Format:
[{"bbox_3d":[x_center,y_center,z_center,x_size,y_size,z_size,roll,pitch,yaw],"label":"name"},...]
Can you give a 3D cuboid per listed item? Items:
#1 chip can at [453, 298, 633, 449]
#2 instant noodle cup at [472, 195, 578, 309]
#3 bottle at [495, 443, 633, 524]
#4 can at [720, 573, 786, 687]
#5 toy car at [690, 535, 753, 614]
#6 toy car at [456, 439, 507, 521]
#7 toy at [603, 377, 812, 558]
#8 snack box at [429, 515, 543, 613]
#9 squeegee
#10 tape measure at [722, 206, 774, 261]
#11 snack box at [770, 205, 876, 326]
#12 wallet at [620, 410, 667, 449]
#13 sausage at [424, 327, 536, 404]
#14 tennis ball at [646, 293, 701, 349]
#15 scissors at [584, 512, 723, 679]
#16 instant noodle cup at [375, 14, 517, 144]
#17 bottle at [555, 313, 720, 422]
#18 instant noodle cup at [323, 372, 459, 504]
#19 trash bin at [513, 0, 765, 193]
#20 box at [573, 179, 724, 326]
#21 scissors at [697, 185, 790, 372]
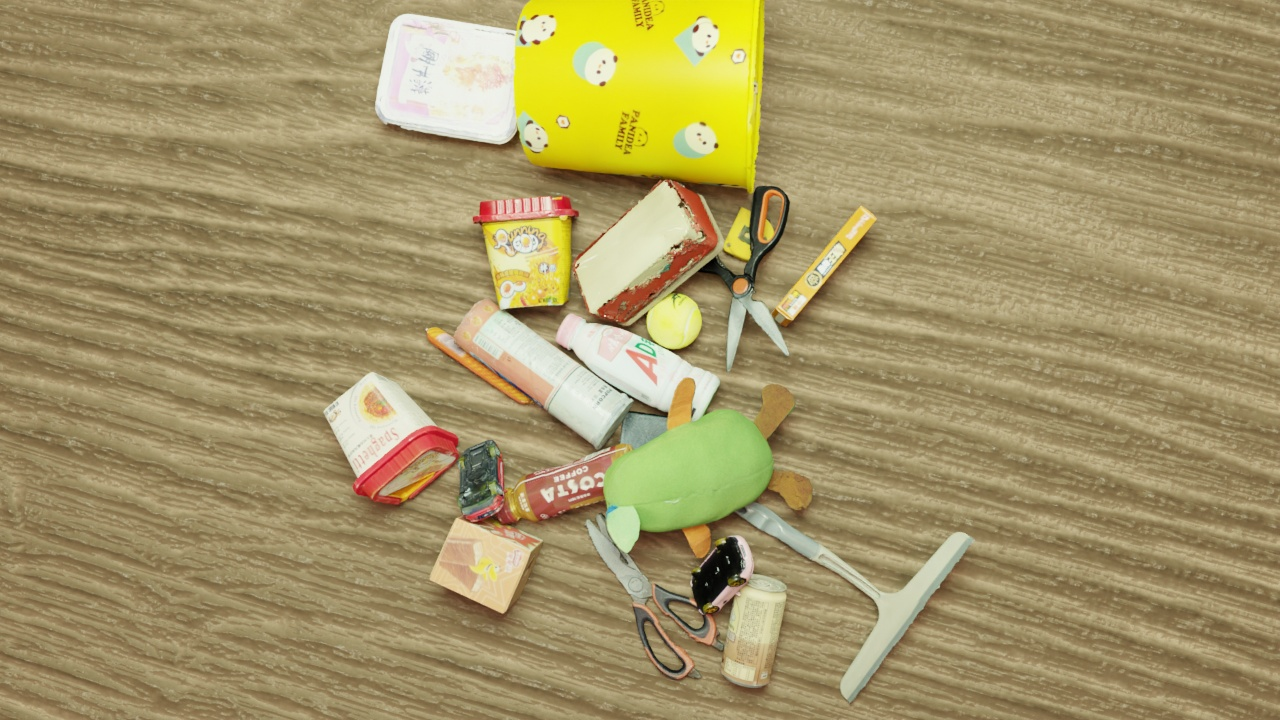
[{"bbox_3d":[-0.115,0.014,1.078,0.215,0.071,0.071,36,89,7],"label":"chip can"},{"bbox_3d":[-0.129,-0.126,1.077,0.116,0.116,0.124,-4,98,2],"label":"instant noodle cup"},{"bbox_3d":[-0.086,0.148,1.074,0.175,0.057,0.057,-19,86,10],"label":"bottle"},{"bbox_3d":[0.130,0.309,1.053,0.058,0.058,0.116,11,95,3],"label":"can"},{"bbox_3d":[0.094,0.243,1.040,0.037,0.123,0.056,3,51,-25],"label":"toy car"},{"bbox_3d":[-0.181,0.141,1.061,0.053,0.120,0.045,-24,120,6],"label":"toy car"},{"bbox_3d":[0.068,0.122,1.017,0.246,0.090,0.227,-14,109,-15],"label":"toy"},{"bbox_3d":[-0.176,0.230,1.062,0.094,0.093,0.077,23,88,4],"label":"snack box"},{"bbox_3d":[0.208,0.230,1.070,0.246,0.039,0.247,33,107,11],"label":"squeegee"},{"bbox_3d":[0.132,-0.148,1.100,0.057,0.029,0.060,26,89,3],"label":"tape measure"},{"bbox_3d":[0.211,-0.108,1.070,0.026,0.075,0.153,40,89,4],"label":"snack box"},{"bbox_3d":[0.020,0.125,1.096,0.097,0.019,0.120,7,86,4],"label":"wallet"},{"bbox_3d":[-0.195,0.007,1.111,0.165,0.021,0.021,34,89,4],"label":"sausage"},{"bbox_3d":[0.040,-0.046,1.080,0.065,0.065,0.065,0,87,3],"label":"tennis ball"},{"bbox_3d":[0.016,0.271,1.090,0.195,0.015,0.206,3,87,4],"label":"scissors"},{"bbox_3d":[-0.222,-0.334,1.114,0.173,0.060,0.138,10,87,5],"label":"instant noodle cup"},{"bbox_3d":[-0.006,0.006,1.080,0.197,0.068,0.068,28,88,6],"label":"bottle"},{"bbox_3d":[-0.294,0.089,1.074,0.116,0.116,0.124,-39,73,0],"label":"instant noodle cup"},{"bbox_3d":[0.006,-0.306,1.027,0.255,0.229,0.229,3,87,9],"label":"trash bin"},{"bbox_3d":[0.001,-0.120,1.035,0.169,0.079,0.091,-38,58,30],"label":"box"},{"bbox_3d":[0.111,-0.102,1.062,0.224,0.021,0.221,25,88,33],"label":"scissors"}]
